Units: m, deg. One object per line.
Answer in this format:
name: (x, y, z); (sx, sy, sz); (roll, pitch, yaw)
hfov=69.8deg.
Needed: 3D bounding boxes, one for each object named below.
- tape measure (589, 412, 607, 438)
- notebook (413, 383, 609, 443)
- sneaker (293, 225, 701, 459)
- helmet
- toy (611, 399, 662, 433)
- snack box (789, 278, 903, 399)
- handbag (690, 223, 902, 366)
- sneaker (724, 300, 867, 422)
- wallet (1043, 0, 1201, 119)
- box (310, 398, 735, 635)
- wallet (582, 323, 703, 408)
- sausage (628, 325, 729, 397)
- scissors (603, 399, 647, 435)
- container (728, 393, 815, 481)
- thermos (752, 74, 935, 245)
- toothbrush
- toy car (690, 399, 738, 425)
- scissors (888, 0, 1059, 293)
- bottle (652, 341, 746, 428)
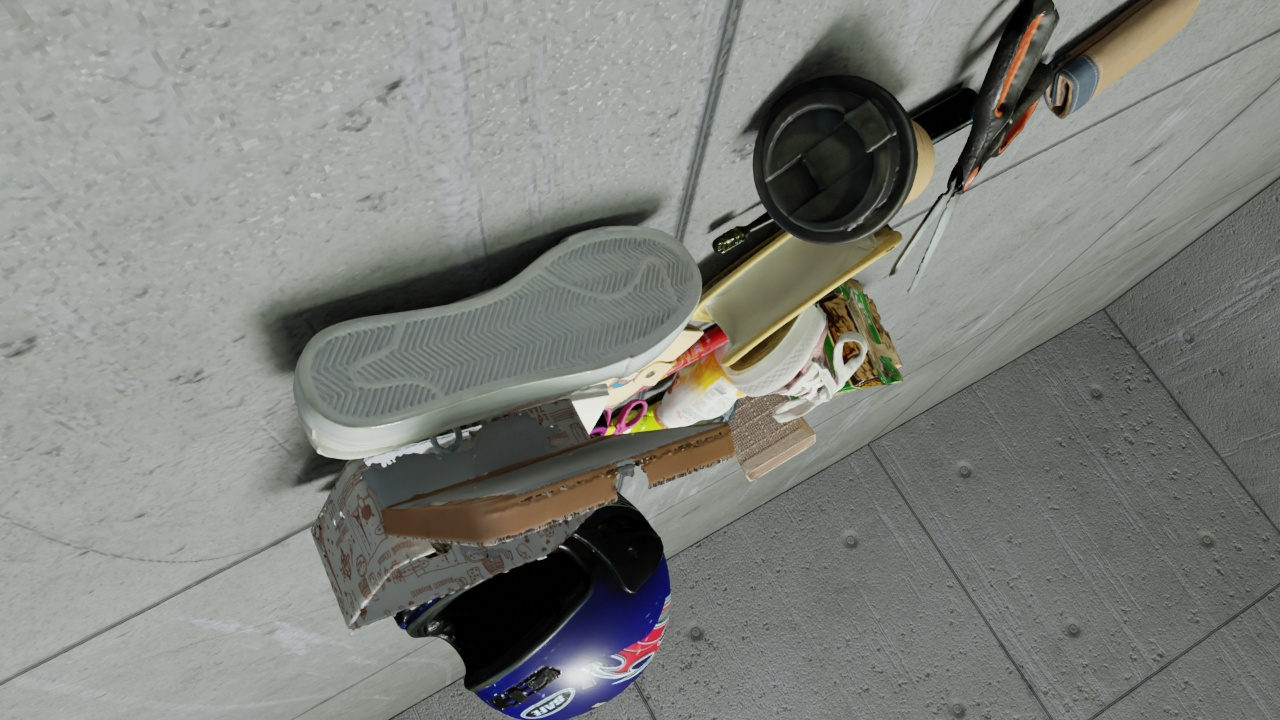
tape measure: (-0.058, 0.062, 0.824); (0.058, 0.039, 0.057); (-37, 163, 21)
notebook: (-0.119, 0.076, 0.746); (0.150, 0.012, 0.210); (-8, 157, -19)
sneaker: (-0.073, -0.003, 0.518); (0.241, 0.089, 0.091); (-22, 163, -28)
helmet: (-0.103, 0.257, 0.973); (0.248, 0.240, 0.314); (-41, 161, 26)
toy: (-0.003, 0.069, 0.962); (0.097, 0.031, 0.100); (-39, 158, 19)
snack box: (0.201, -0.010, 0.971); (0.106, 0.118, 0.117); (-27, 167, 25)
handbag: (0.125, -0.073, 0.743); (0.163, 0.063, 0.178); (-35, 178, 16)
sneaker: (0.143, 0.001, 0.821); (0.118, 0.088, 0.240); (-37, 179, 18)
wallet: (0.370, -0.241, 0.708); (0.115, 0.033, 0.090); (-36, 166, 15)
box: (-0.083, 0.085, 0.583); (0.178, 0.110, 0.260); (-15, 159, -38)
wallet: (-0.005, 0.005, 0.772); (0.115, 0.024, 0.087); (-40, 158, 25)
sausage: (0.041, -0.006, 0.840); (0.155, 0.020, 0.020); (-29, 164, -7)
scissors: (-0.030, 0.083, 0.917); (0.073, 0.017, 0.138); (-11, 139, -25)
container: (0.133, 0.066, 1.052); (0.090, 0.111, 0.090); (-32, 164, 3)
thermos: (0.131, -0.119, 0.549); (0.093, 0.093, 0.143); (-41, 169, 31)
toothbrush: (0.143, -0.130, 0.639); (0.212, 0.026, 0.027); (-29, 176, -4)
toy car: (0.057, 0.068, 1.008); (0.121, 0.037, 0.054); (-28, -155, 44)
scissors: (0.239, -0.147, 0.640); (0.234, 0.022, 0.221); (-45, 154, -29)
bottle: (0.059, 0.029, 0.894); (0.109, 0.063, 0.063); (-42, 161, 32)
